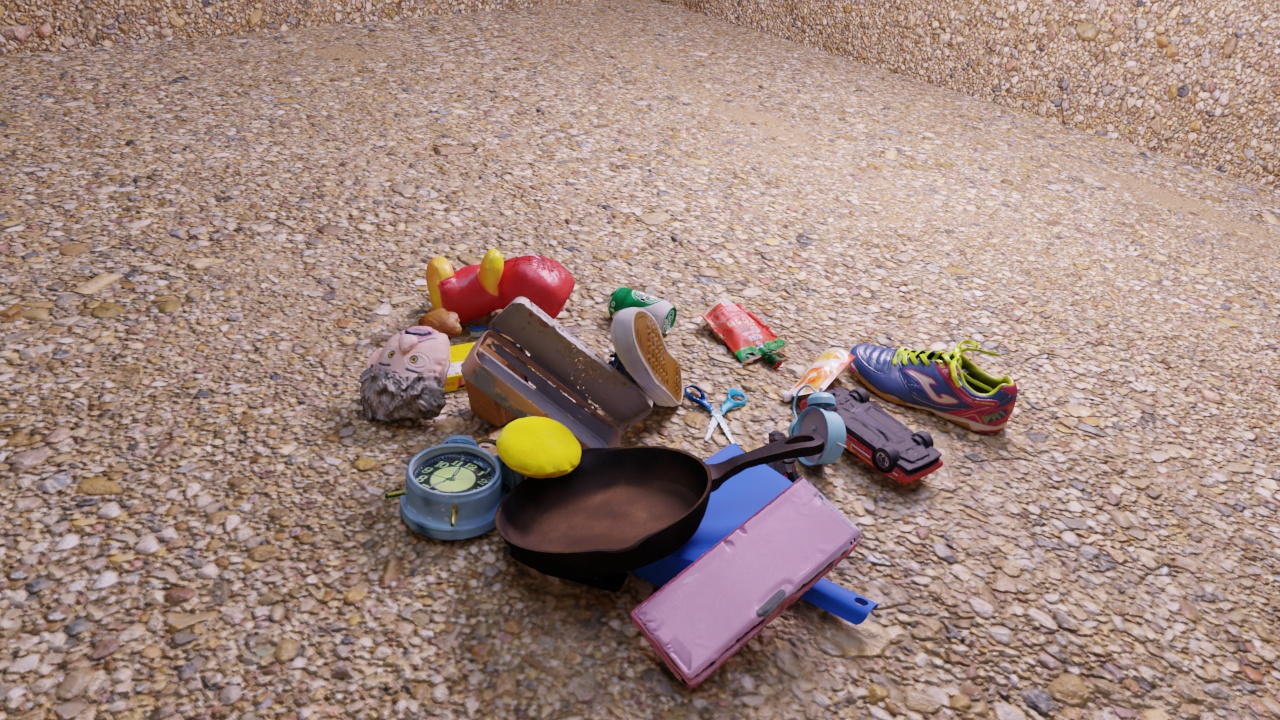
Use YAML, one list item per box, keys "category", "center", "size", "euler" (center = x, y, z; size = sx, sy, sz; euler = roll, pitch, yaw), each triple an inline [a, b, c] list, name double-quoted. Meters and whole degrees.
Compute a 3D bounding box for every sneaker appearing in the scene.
- category: "sneaker"
  center: [-0.007, 0.007, 1.156]
  size: [0.079, 0.235, 0.087]
  euler: [-5, 69, 14]
- category: "sneaker"
  center: [0.413, 0.013, 1.301]
  size: [0.242, 0.091, 0.116]
  euler: [24, 39, 27]

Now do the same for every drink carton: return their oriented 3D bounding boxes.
- category: "drink carton"
  center: [0.251, 0.024, 1.297]
  size: [0.069, 0.039, 0.121]
  euler: [-14, 15, 39]

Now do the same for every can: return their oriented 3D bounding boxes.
- category: "can"
  center: [0.001, -0.077, 1.401]
  size: [0.101, 0.053, 0.053]
  euler: [20, 35, 21]

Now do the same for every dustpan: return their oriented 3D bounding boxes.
- category: "dustpan"
  center: [0.134, 0.200, 0.984]
  size: [0.258, 0.060, 0.244]
  euler: [20, 33, 37]

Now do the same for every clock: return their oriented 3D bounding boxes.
- category: "clock"
  center: [-0.198, 0.136, 1.024]
  size: [0.118, 0.060, 0.161]
  euler: [17, 29, 19]
- category: "clock"
  center: [0.218, 0.082, 1.162]
  size: [0.042, 0.088, 0.123]
  euler: [8, 41, -24]

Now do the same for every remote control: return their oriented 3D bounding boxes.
- category: "remote control"
  center: [-0.075, 0.215, 0.965]
  size: [0.125, 0.010, 0.039]
  euler: [16, 33, 14]

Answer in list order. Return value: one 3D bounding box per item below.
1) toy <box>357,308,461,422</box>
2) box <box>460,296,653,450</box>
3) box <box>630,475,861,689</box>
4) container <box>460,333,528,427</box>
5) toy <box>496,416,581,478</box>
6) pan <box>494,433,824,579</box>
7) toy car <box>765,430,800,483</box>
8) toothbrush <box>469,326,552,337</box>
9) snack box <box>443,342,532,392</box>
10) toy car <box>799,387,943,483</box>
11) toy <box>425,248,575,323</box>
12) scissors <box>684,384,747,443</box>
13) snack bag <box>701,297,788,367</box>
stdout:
- category: "toy"
  center: [-0.286, 0.002, 1.162]
  size: [0.133, 0.076, 0.175]
  euler: [15, 63, 17]
- category: "box"
  center: [-0.102, 0.039, 1.084]
  size: [0.216, 0.095, 0.107]
  euler: [39, 54, -16]
- category: "box"
  center: [0.105, 0.209, 0.892]
  size: [0.232, 0.046, 0.098]
  euler: [-33, 68, -21]
- category: "container"
  center: [-0.181, 0.027, 1.158]
  size: [0.063, 0.114, 0.061]
  euler: [25, 49, 27]
- category: "toy"
  center: [-0.113, 0.097, 1.018]
  size: [0.095, 0.041, 0.094]
  euler: [4, 34, -17]
- category: "pan"
  center: [0.027, 0.142, 0.966]
  size: [0.356, 0.043, 0.248]
  euler: [-14, 18, -8]
- category: "toy car"
  center: [0.172, 0.124, 1.128]
  size: [0.036, 0.042, 0.091]
  euler: [-21, 33, 4]
- category: "toothbrush"
  center: [-0.186, -0.043, 1.352]
  size: [0.132, 0.016, 0.021]
  euler: [-1, 33, -17]
- category: "snack box"
  center: [-0.231, 0.006, 1.254]
  size: [0.152, 0.025, 0.075]
  euler: [-10, 36, -26]
- category: "toy car"
  center: [0.295, 0.093, 1.182]
  size: [0.081, 0.056, 0.189]
  euler: [-18, 37, -32]
- category: "toy"
  center: [-0.204, -0.103, 1.352]
  size: [0.216, 0.098, 0.148]
  euler: [-1, -10, -8]
- category: "scissors"
  center: [0.092, 0.070, 1.228]
  size: [0.103, 0.015, 0.133]
  euler: [17, 37, 9]
- category: "snack bag"
  center: [0.163, -0.038, 1.390]
  size: [0.087, 0.044, 0.155]
  euler: [-19, 44, -27]
